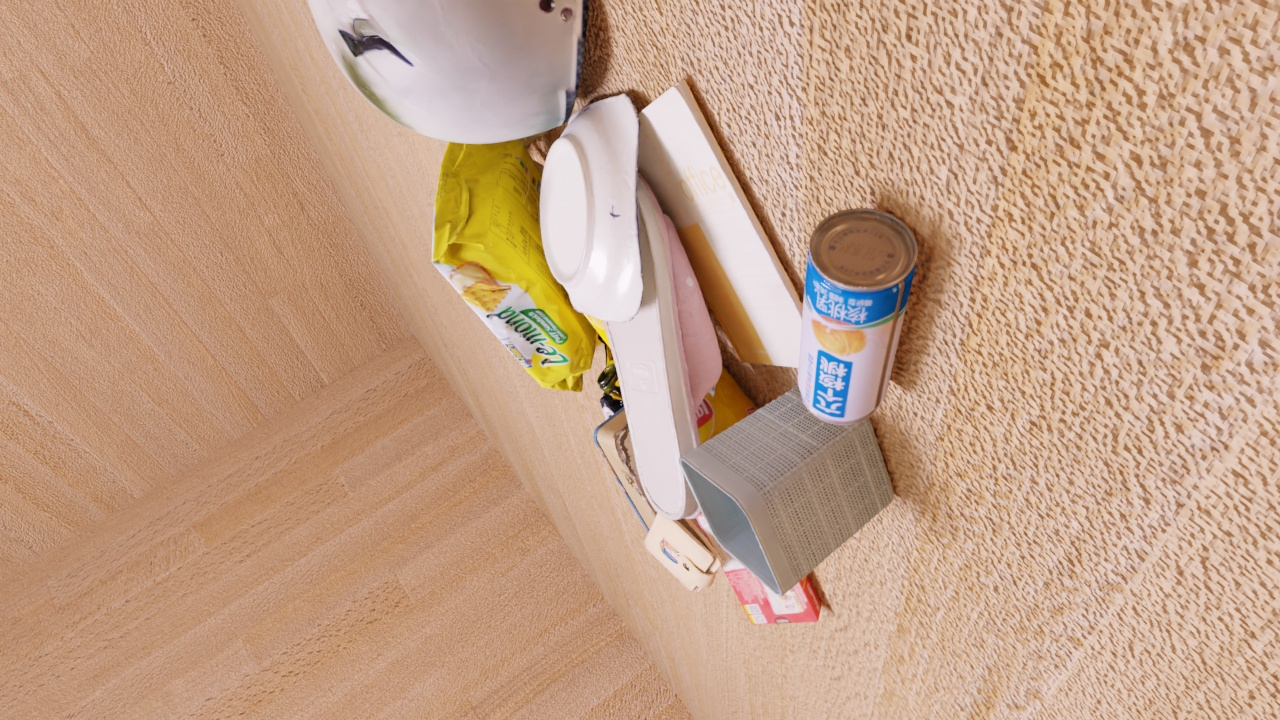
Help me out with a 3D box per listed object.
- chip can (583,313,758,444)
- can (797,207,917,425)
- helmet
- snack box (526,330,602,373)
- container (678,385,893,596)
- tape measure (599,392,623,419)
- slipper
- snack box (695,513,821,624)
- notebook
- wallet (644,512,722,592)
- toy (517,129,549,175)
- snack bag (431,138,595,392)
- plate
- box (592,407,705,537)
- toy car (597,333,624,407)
[{"bbox_3d":[0.025,0.001,0.795,0.213,0.072,0.072,52,164,20],"label":"chip can"},{"bbox_3d":[0.115,-0.018,0.503,0.053,0.053,0.135,48,163,30],"label":"can"},{"bbox_3d":[-0.162,-0.272,0.659,0.274,0.156,0.230,58,165,-3],"label":"helmet"},{"bbox_3d":[-0.138,-0.067,1.168,0.157,0.070,0.210,59,165,-8],"label":"snack box"},{"bbox_3d":[0.104,0.083,0.634,0.090,0.111,0.090,33,153,57],"label":"container"},{"bbox_3d":[-0.019,0.075,1.154,0.066,0.033,0.066,46,159,41],"label":"tape measure"},{"bbox_3d":[0.017,-0.013,0.708,0.114,0.054,0.274,-9,92,63],"label":"slipper"},{"bbox_3d":[0.118,0.199,0.911,0.075,0.025,0.153,-14,115,30],"label":"snack box"},{"bbox_3d":[0.054,-0.084,0.643,0.206,0.010,0.146,60,166,-11],"label":"notebook"},{"bbox_3d":[0.044,0.197,0.945,0.087,0.024,0.115,42,151,15],"label":"wallet"},{"bbox_3d":[-0.130,-0.210,0.864,0.105,0.066,0.158,46,153,-14],"label":"toy"},{"bbox_3d":[-0.106,-0.095,0.845,0.246,0.068,0.157,56,-154,-52],"label":"snack bag"},{"bbox_3d":[-0.044,-0.112,0.697,0.164,0.034,0.164,-164,71,-65],"label":"plate"},{"bbox_3d":[0.028,0.131,1.013,0.062,0.089,0.184,13,133,60],"label":"box"},{"bbox_3d":[-0.005,0.005,0.879,0.071,0.041,0.155,40,-160,-25],"label":"toy car"}]
